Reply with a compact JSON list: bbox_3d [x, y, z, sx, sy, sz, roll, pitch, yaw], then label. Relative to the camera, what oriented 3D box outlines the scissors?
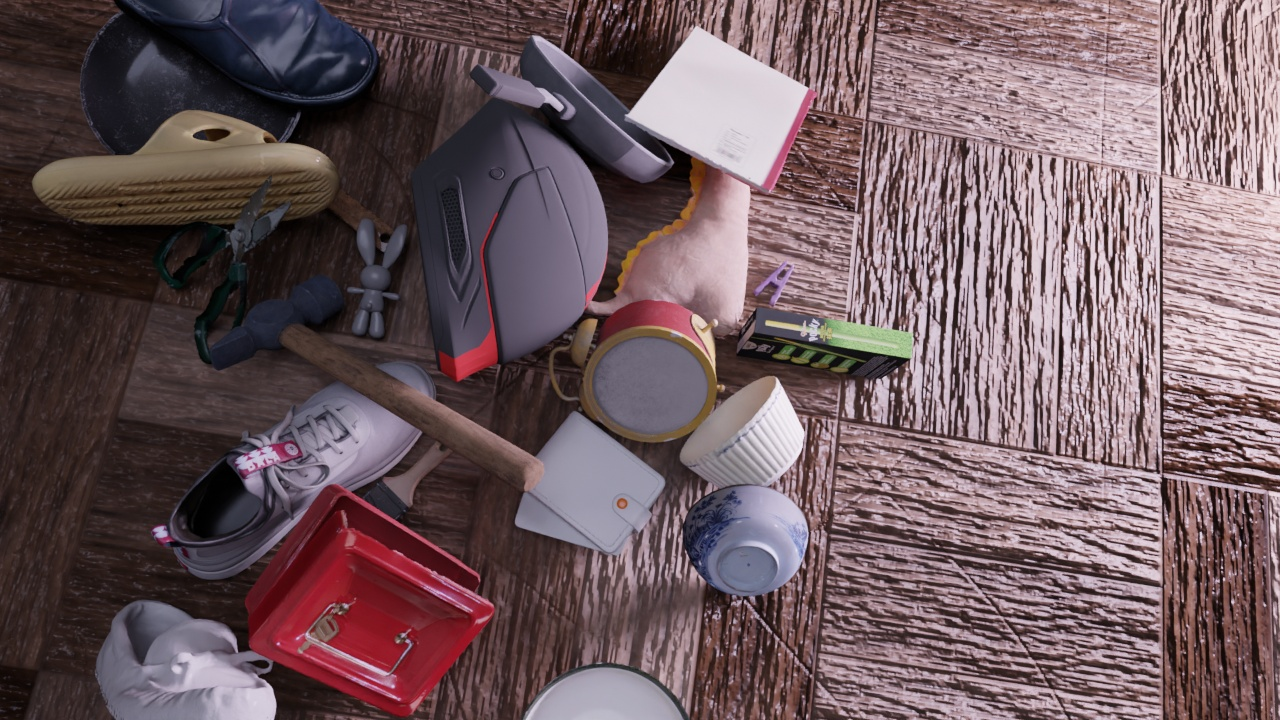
[{"bbox_3d":[-0.361,-0.075,0.816,0.210,0.015,0.142,-21,84,32],"label":"scissors"}]

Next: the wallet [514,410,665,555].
[{"bbox_3d":[-0.052,0.126,0.841,0.118,0.037,0.115,37,75,8],"label":"wallet"}]

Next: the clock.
[{"bbox_3d":[-0.005,0.005,0.842,0.159,0.081,0.117,-5,119,8],"label":"clock"}]

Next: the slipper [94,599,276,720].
[{"bbox_3d":[-0.344,0.233,0.694,0.112,0.247,0.074,2,90,-42],"label":"slipper"}]

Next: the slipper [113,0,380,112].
[{"bbox_3d":[-0.378,-0.329,0.860,0.265,0.084,0.108,27,73,-6],"label":"slipper"}]

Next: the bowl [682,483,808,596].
[{"bbox_3d":[0.092,0.168,0.804,0.114,0.045,0.114,2,119,3],"label":"bowl"}]

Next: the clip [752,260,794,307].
[{"bbox_3d":[0.131,-0.080,0.926,0.042,0.014,0.052,13,77,0],"label":"clip"}]

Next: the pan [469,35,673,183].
[{"bbox_3d":[-0.068,-0.218,0.792,0.178,0.356,0.041,45,107,3],"label":"pan"}]

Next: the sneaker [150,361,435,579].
[{"bbox_3d":[-0.291,0.081,0.782,0.262,0.129,0.097,-38,84,-17],"label":"sneaker"}]

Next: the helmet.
[{"bbox_3d":[-0.115,-0.116,0.830,0.169,0.164,0.264,-9,68,-13],"label":"helmet"}]

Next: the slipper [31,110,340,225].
[{"bbox_3d":[-0.400,-0.173,0.824,0.261,0.111,0.079,-5,69,-3],"label":"slipper"}]

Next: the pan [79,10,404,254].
[{"bbox_3d":[-0.372,-0.214,0.900,0.357,0.040,0.207,40,76,-2],"label":"pan"}]

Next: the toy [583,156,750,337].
[{"bbox_3d":[0.048,-0.153,0.910,0.196,0.065,0.264,6,73,-9],"label":"toy"}]

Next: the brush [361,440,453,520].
[{"bbox_3d":[-0.225,0.123,0.837,0.039,0.012,0.151,44,76,7],"label":"brush"}]

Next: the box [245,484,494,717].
[{"bbox_3d":[-0.223,0.194,0.751,0.157,0.112,0.134,41,84,-30],"label":"box"}]

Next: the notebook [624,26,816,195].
[{"bbox_3d":[0.088,-0.254,0.914,0.153,0.012,0.208,28,47,0],"label":"notebook"}]

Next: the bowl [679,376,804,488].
[{"bbox_3d":[0.099,0.075,0.836,0.115,0.115,0.062,-44,98,-14],"label":"bowl"}]

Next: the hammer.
[{"bbox_3d":[-0.214,0.026,0.770,0.322,0.040,0.129,27,44,23],"label":"hammer"}]

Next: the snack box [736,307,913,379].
[{"bbox_3d":[0.173,-0.015,0.877,0.147,0.080,0.025,9,74,-3],"label":"snack box"}]

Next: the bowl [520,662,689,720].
[{"bbox_3d":[-0.032,0.332,0.770,0.153,0.073,0.153,2,75,-6],"label":"bowl"}]

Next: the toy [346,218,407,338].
[{"bbox_3d":[-0.251,-0.077,0.870,0.049,0.030,0.111,9,91,-3],"label":"toy"}]
